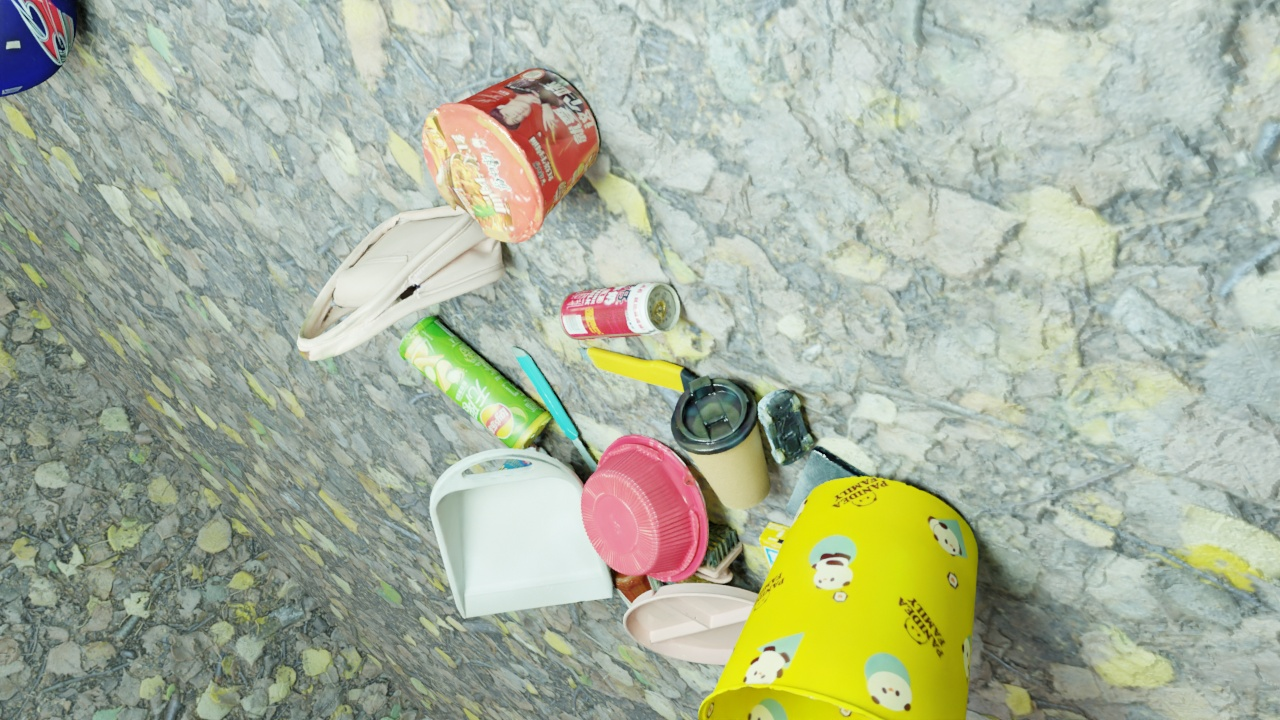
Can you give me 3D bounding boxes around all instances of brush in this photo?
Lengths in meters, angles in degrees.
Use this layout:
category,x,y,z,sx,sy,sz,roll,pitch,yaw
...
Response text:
category,x,y,z,sx,sy,sz,roll,pitch,yaw
brush,0.054,0.234,1.172,0.146,0.063,0.073,14,128,36

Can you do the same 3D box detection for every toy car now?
category,x,y,z,sx,sy,sz,roll,pitch,yaw
toy car,0.144,0.066,0.925,0.034,0.043,0.091,54,171,53

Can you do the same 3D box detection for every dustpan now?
category,x,y,z,sx,sy,sz,roll,pitch,yaw
dustpan,-0.165,0.230,1.213,0.142,0.223,0.258,-85,-14,-84

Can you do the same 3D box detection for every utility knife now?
category,x,y,z,sx,sy,sz,roll,pitch,yaw
utility knife,-0.106,0.069,1.197,0.029,0.013,0.218,-7,120,46
utility knife,-0.006,0.006,1.029,0.172,0.015,0.033,15,131,36

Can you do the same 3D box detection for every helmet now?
category,x,y,z,sx,sy,sz,roll,pitch,yaw
helmet,-0.850,-0.476,1.133,0.240,0.246,0.316,49,158,24

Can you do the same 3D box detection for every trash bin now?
category,x,y,z,sx,sy,sz,roll,pitch,yaw
trash bin,0.204,0.264,0.862,0.230,0.254,0.230,16,137,16

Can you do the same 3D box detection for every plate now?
category,x,y,z,sx,sy,sz,roll,pitch,yaw
plate,0.092,0.349,1.213,0.229,0.028,0.230,5,141,4

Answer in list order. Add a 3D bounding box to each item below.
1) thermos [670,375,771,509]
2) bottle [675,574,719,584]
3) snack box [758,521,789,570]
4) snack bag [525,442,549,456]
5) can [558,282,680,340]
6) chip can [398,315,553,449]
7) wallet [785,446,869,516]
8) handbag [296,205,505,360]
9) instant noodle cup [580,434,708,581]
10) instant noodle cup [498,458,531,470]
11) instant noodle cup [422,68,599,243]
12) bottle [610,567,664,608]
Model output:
category,x,y,z,sx,sy,sz,roll,pitch,yaw
thermos,0.091,0.091,0.968,0.093,0.092,0.143,13,144,36
bottle,0.069,0.327,1.262,0.057,0.057,0.175,31,144,17
snack box,0.198,0.257,1.083,0.087,0.033,0.140,10,132,38
snack bag,-0.132,0.153,1.300,0.104,0.026,0.048,56,154,-18
can,-0.023,-0.050,0.951,0.133,0.053,0.053,-3,126,46
chip can,-0.222,0.031,1.218,0.221,0.072,0.073,40,146,4
wallet,0.209,0.150,0.970,0.097,0.019,0.121,31,142,17
handbag,-0.282,-0.078,1.017,0.194,0.233,0.093,0,126,44
instant noodle cup,-0.009,0.192,1.126,0.194,0.065,0.194,18,116,41
instant noodle cup,-0.197,0.207,1.339,0.099,0.109,0.099,35,151,23
instant noodle cup,-0.111,-0.194,0.835,0.138,0.108,0.138,27,143,22
bottle,0.023,0.368,1.352,0.060,0.059,0.206,3,133,43
